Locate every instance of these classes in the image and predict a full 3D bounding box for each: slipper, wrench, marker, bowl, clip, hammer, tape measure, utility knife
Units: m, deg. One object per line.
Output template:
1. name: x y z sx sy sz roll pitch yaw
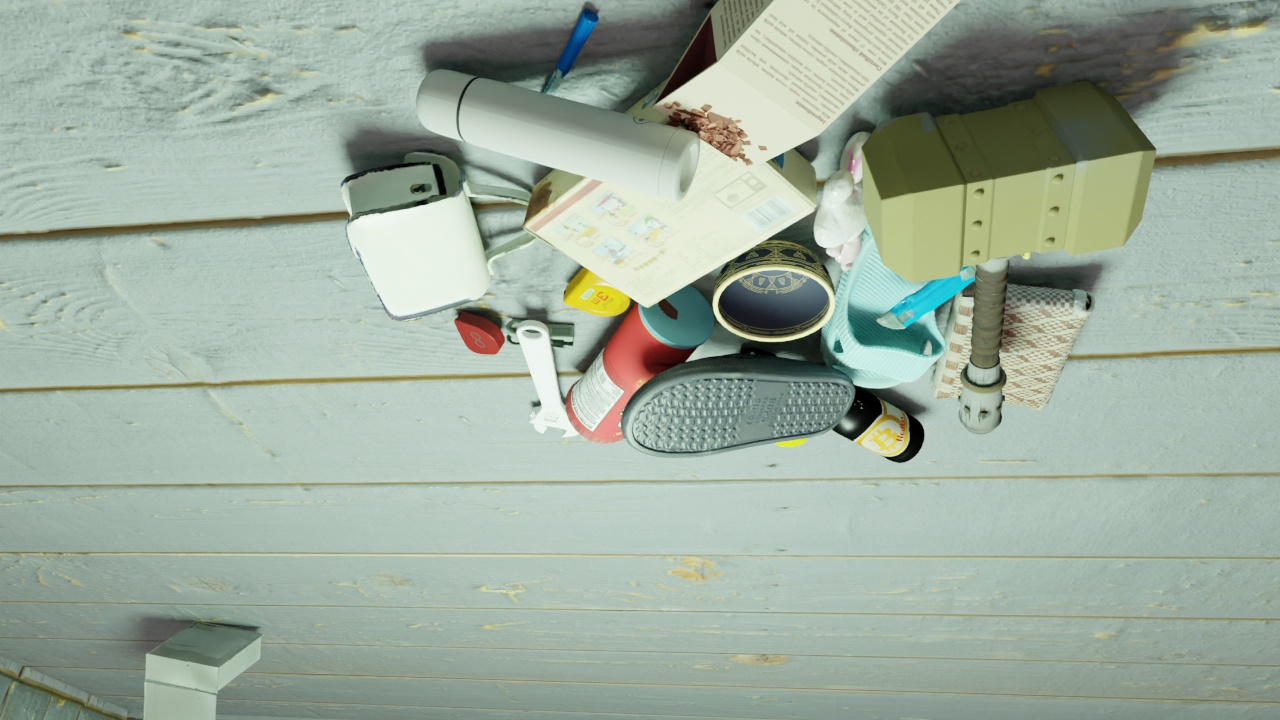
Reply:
1. slipper: 0.098 0.031 0.953 0.267 0.083 0.111 -2 126 -26
2. wrench: -0.109 0.027 1.065 0.066 0.018 0.274 2 152 3
3. marker: -0.068 -0.220 0.728 0.013 0.013 0.142 19 144 -19
4. bowl: 0.126 -0.075 0.869 0.112 0.061 0.113 4 146 2
5. clip: -0.110 -0.028 1.006 0.076 0.023 0.043 5 144 -3
6. hammer: 0.297 -0.052 0.782 0.190 0.100 0.325 -9 134 7
7. tape measure: -0.037 -0.072 0.923 0.059 0.030 0.068 21 146 -22
8. utility knife: 0.302 -0.090 0.816 0.207 0.015 0.031 -40 123 20
9. tape measure: -0.172 -0.027 1.007 0.051 0.019 0.059 17 150 22
10. slipper: 0.241 -0.039 0.905 0.116 0.069 0.277 4 145 7

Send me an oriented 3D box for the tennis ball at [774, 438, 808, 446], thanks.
1. tennis ball: 0.173 0.068 1.069 0.065 0.065 0.065 3 146 2

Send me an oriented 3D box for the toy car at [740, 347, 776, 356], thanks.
1. toy car: 0.114 0.024 1.040 0.046 0.034 0.112 16 144 -16

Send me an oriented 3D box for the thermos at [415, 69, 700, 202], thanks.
1. thermos: -0.067 -0.175 0.703 0.224 0.052 0.052 18 148 15

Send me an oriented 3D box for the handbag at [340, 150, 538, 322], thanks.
1. handbag: -0.172 -0.123 0.850 0.176 0.074 0.151 -15 147 -5

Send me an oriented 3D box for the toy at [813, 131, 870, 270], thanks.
1. toy: 0.174 -0.129 0.781 0.037 0.075 0.125 25 154 26

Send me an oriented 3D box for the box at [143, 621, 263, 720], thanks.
1. box: -0.948 0.742 1.785 0.167 0.526 0.234 7 144 10

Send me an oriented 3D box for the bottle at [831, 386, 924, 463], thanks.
1. bottle: 0.246 0.061 1.055 0.181 0.059 0.059 26 140 -28

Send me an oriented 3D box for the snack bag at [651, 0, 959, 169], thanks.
1. snack bag: 0.108 -0.221 0.626 0.094 0.069 0.207 26 132 -27

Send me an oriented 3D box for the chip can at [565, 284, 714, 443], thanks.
1. chip can: -0.006 0.006 0.985 0.087 0.086 0.214 17 143 -17

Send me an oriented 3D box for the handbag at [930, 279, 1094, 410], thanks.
1. handbag: 0.374 -0.017 0.939 0.124 0.046 0.186 7 146 12

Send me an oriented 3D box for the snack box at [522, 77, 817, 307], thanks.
1. snack box: 0.023 -0.141 0.792 0.153 0.055 0.208 32 138 -32
